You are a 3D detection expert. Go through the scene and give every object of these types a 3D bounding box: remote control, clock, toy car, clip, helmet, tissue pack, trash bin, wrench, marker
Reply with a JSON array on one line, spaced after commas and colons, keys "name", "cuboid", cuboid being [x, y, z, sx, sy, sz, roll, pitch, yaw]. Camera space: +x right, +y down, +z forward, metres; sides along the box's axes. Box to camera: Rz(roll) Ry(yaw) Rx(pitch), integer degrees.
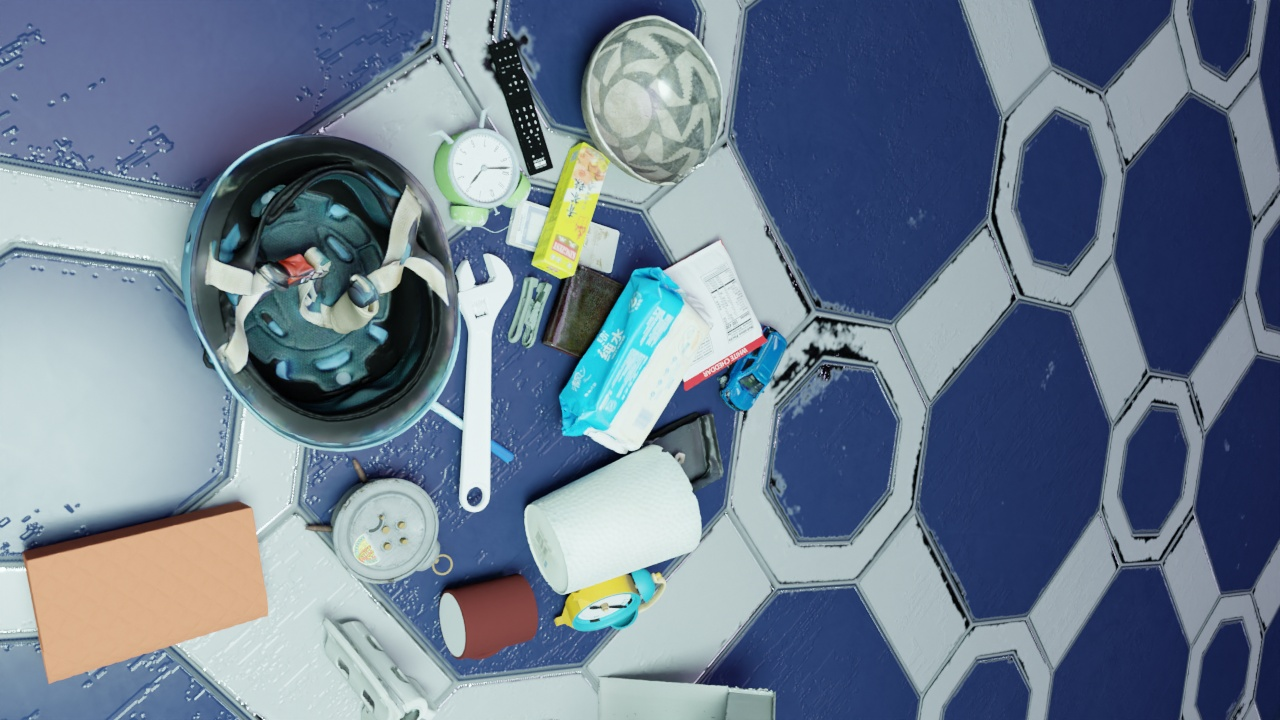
[{"name": "remote control", "cuboid": [-0.085, -0.138, 1.025, 0.135, 0.011, 0.050, 13, 88, -35]}, {"name": "remote control", "cuboid": [-0.127, -0.270, 0.981, 0.030, 0.009, 0.140, -27, 110, -30]}, {"name": "clock", "cuboid": [-0.165, -0.190, 0.945, 0.094, 0.043, 0.119, -32, 112, -27]}, {"name": "toy car", "cuboid": [0.146, 0.009, 1.184, 0.056, 0.044, 0.120, 41, 73, -31]}, {"name": "clip", "cuboid": [-0.254, 0.320, 0.902, 0.075, 0.125, 0.144, -36, 139, -22]}, {"name": "helmet", "cuboid": [-0.277, -0.057, 0.804, 0.225, 0.167, 0.266, -20, 105, -29]}, {"name": "clip", "cuboid": [-0.122, -0.052, 1.003, 0.045, 0.023, 0.076, 20, 82, -33]}, {"name": "tissue pack", "cuboid": [-0.006, 0.006, 1.035, 0.117, 0.066, 0.209, 31, 88, -46]}, {"name": "clock", "cuboid": [-0.248, 0.174, 0.921, 0.148, 0.056, 0.103, 41, 72, -29]}, {"name": "trash bin", "cuboid": [-0.035, 0.183, 1.031, 0.161, 0.133, 0.133, -18, 106, -27]}, {"name": "wrench", "cuboid": [-0.171, 0.024, 0.970, 0.066, 0.018, 0.273, 2, 91, -36]}, {"name": "marker", "cuboid": [-0.190, 0.069, 0.977, 0.142, 0.013, 0.013, 40, 73, -31]}, {"name": "clock", "cuboid": [-0.031, 0.281, 1.071, 0.129, 0.043, 0.099, -1, 138, -30]}]

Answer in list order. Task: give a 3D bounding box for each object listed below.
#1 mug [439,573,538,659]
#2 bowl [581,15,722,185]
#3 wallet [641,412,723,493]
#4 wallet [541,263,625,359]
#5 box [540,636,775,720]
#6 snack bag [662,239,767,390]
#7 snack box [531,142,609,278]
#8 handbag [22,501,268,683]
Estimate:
[{"name": "mug", "cuboid": [-0.167, 0.286, 0.989, 0.082, 0.073, 0.106, -6, 128, -34]}, {"name": "bowl", "cuboid": [0.000, -0.285, 1.024, 0.178, 0.081, 0.178, -4, 96, -34]}, {"name": "wallet", "cuboid": [0.051, 0.120, 1.135, 0.114, 0.026, 0.089, -21, 106, -41]}, {"name": "wallet", "cuboid": [-0.051, -0.046, 1.051, 0.119, 0.031, 0.099, 22, 86, -37]}, {"name": "box", "cuboid": [0.022, 0.469, 1.096, 0.171, 0.381, 0.167, -7, 99, -51]}, {"name": "snack bag", "cuboid": [0.080, -0.057, 1.127, 0.130, 0.039, 0.144, -30, 103, -20]}, {"name": "snack box", "cuboid": [-0.075, -0.164, 1.004, 0.040, 0.029, 0.147, 26, 71, -32]}, {"name": "handbag", "cuboid": [-0.424, 0.197, 0.797, 0.171, 0.060, 0.109, -11, 96, -36]}]
